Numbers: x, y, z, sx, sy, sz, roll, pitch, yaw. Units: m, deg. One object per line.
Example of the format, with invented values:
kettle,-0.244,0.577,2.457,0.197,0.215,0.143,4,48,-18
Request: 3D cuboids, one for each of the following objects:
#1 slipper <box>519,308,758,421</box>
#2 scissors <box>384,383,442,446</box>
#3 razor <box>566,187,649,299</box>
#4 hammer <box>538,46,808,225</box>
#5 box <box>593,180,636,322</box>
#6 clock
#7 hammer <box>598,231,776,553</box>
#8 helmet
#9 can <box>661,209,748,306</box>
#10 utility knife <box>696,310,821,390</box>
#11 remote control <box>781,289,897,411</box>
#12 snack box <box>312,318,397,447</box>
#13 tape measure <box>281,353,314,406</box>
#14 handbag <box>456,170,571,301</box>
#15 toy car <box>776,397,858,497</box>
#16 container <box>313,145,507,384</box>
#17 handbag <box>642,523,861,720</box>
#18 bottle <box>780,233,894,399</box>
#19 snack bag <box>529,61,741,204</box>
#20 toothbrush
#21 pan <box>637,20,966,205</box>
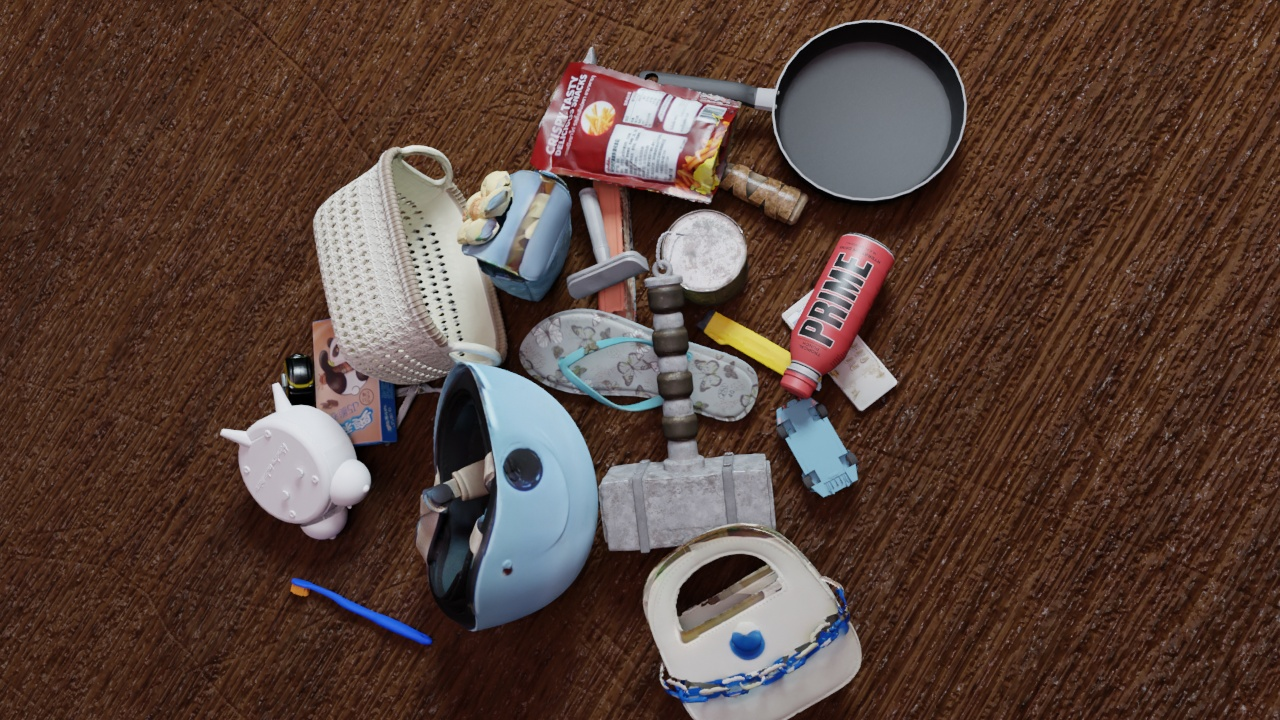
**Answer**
slipper,-0.006,0.006,0.992,0.269,0.054,0.098,11,106,9
scissors,-0.246,0.032,1.058,0.175,0.014,0.141,4,81,14
razor,-0.046,-0.136,1.003,0.088,0.047,0.116,-21,71,20
hammer,0.040,-0.239,1.037,0.319,0.049,0.121,28,85,10
box,-0.031,-0.125,1.030,0.059,0.056,0.186,-1,83,-24
clock,-0.382,0.120,1.016,0.161,0.072,0.126,43,118,4
hammer,0.036,0.033,0.942,0.177,0.079,0.326,-6,97,8
helmet,-0.135,0.132,0.941,0.166,0.226,0.265,-3,83,-30
can,0.071,-0.110,0.998,0.090,0.074,0.089,-1,81,8
utility knife,0.132,-0.010,1.005,0.151,0.017,0.030,30,93,12
remote control,0.215,-0.013,0.994,0.050,0.011,0.136,-38,79,2
snack box,-0.329,0.024,1.057,0.087,0.034,0.151,-8,82,19
tape measure,-0.395,0.024,1.056,0.034,0.062,0.061,-5,68,-25
handbag,-0.133,-0.136,0.971,0.118,0.192,0.121,23,88,-3
toy car,0.187,0.092,0.977,0.060,0.027,0.107,-29,69,4
container,-0.248,-0.092,0.995,0.143,0.184,0.246,-22,71,16
handbag,0.103,0.260,0.900,0.201,0.093,0.199,-34,102,6
bottle,0.201,-0.043,0.962,0.062,0.062,0.176,27,84,11
snack bag,-0.007,-0.249,0.991,0.208,0.066,0.138,16,80,9
toothbrush,-0.317,0.286,1.036,0.182,0.016,0.018,20,91,11
pan,0.173,-0.281,1.013,0.356,0.044,0.204,10,83,8
